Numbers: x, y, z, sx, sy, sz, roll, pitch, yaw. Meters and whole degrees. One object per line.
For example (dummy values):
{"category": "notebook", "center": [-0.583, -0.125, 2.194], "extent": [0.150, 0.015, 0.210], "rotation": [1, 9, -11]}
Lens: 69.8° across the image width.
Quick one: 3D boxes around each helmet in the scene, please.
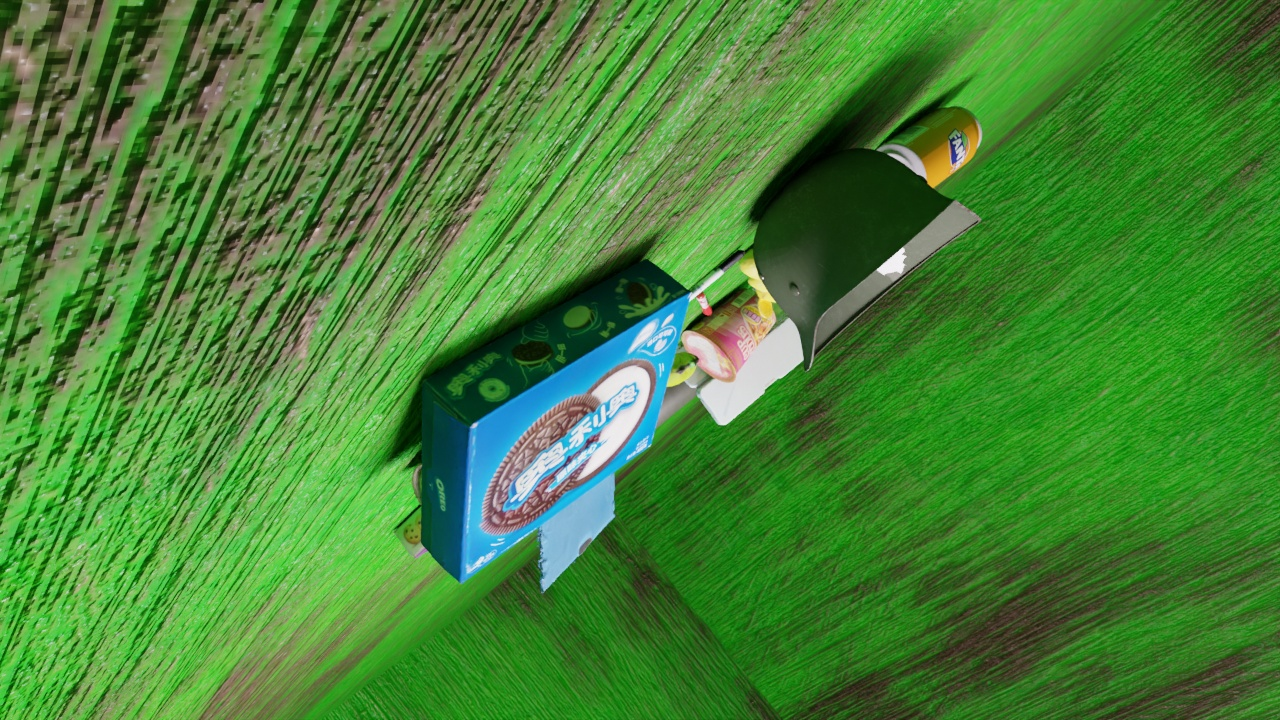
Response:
{"category": "helmet", "center": [0.201, -0.121, 0.915], "extent": [0.227, 0.154, 0.268], "rotation": [-41, 177, 0]}

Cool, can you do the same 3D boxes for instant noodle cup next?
{"category": "instant noodle cup", "center": [0.129, -0.040, 1.281], "extent": [0.108, 0.097, 0.098], "rotation": [-45, 174, -19]}

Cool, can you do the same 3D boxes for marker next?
{"category": "marker", "center": [0.058, -0.075, 1.033], "extent": [0.152, 0.011, 0.011], "rotation": [-40, 172, 3]}
{"category": "marker", "center": [0.080, -0.071, 1.146], "extent": [0.013, 0.013, 0.142], "rotation": [-40, 172, 3]}

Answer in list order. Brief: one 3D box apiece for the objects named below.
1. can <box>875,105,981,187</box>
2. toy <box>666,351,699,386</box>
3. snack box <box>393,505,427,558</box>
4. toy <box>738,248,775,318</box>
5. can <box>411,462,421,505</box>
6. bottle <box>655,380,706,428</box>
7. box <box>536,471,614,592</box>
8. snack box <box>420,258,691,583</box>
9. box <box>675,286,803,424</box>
{"category": "can", "center": [0.357, -0.259, 1.142], "extent": [0.142, 0.079, 0.079], "rotation": [-35, 171, -29]}
{"category": "toy", "center": [0.023, 0.018, 1.080], "extent": [0.094, 0.036, 0.094], "rotation": [-26, 180, 43]}
{"category": "snack box", "center": [-0.185, 0.149, 1.039], "extent": [0.144, 0.040, 0.147], "rotation": [-43, 171, 20]}
{"category": "toy", "center": [0.202, -0.124, 1.166], "extent": [0.149, 0.084, 0.214], "rotation": [-38, 169, 1]}
{"category": "can", "center": [-0.132, 0.087, 0.853], "extent": [0.067, 0.067, 0.169], "rotation": [-46, 170, 37]}
{"category": "bottle", "center": [0.044, 0.039, 1.373], "extent": [0.206, 0.071, 0.071], "rotation": [-38, 172, -9]}
{"category": "box", "center": [-0.082, 0.157, 0.940], "extent": [0.094, 0.102, 0.231], "rotation": [-30, 180, 17]}
{"category": "snack box", "center": [-0.069, 0.046, 0.745], "extent": [0.238, 0.056, 0.196], "rotation": [-32, 149, -37]}
{"category": "box", "center": [0.151, -0.013, 1.338], "extent": [0.197, 0.136, 0.049], "rotation": [-38, 172, -14]}
